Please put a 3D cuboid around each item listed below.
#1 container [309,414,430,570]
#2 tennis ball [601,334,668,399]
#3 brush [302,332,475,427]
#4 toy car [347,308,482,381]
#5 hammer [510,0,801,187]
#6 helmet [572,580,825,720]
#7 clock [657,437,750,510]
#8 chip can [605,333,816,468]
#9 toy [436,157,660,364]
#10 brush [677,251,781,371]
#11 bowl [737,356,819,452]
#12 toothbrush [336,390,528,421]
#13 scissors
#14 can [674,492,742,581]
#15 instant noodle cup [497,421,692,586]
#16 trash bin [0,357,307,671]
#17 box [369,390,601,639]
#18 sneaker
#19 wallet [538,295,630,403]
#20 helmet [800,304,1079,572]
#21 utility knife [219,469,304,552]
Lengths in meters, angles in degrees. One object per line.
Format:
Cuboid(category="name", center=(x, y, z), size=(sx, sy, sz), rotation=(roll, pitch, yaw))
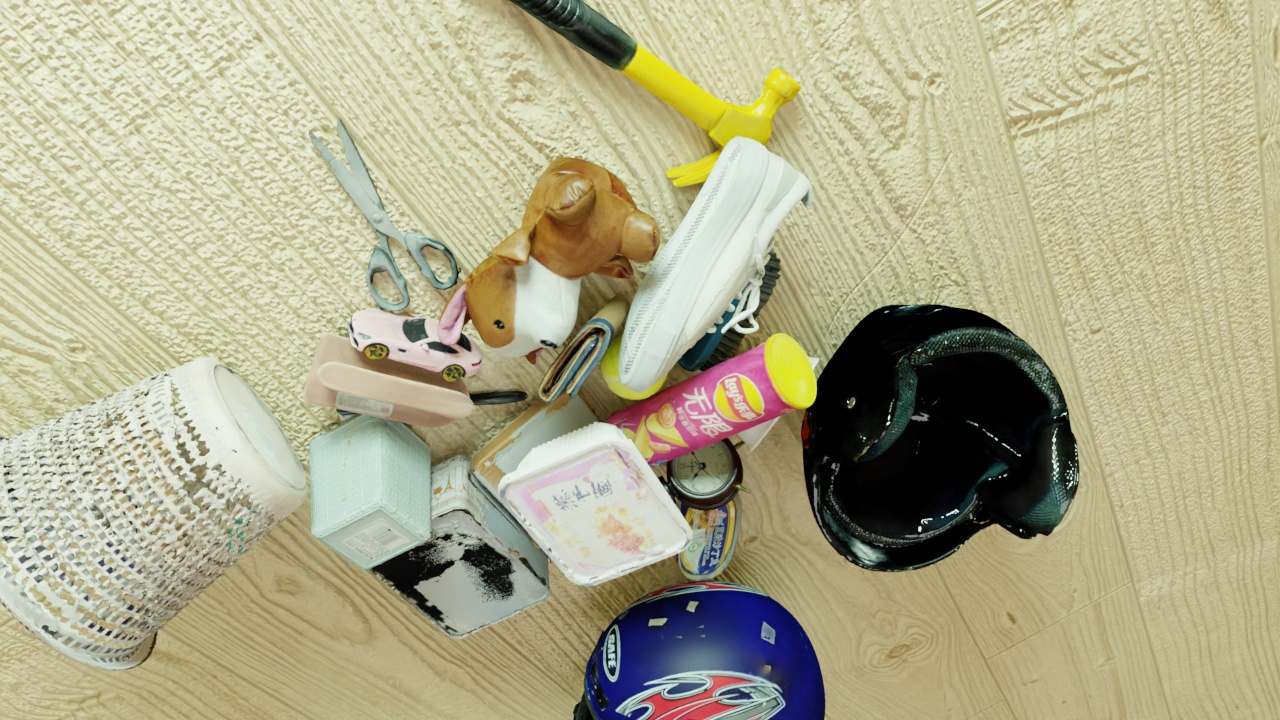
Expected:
Cuboid(category="container", center=(-0.252, 0.123, 0.858), size=(0.090, 0.111, 0.090), rotation=(-26, 135, 10))
Cuboid(category="tennis ball", center=(-0.005, 0.005, 0.887), size=(0.065, 0.065, 0.066), rotation=(-8, 126, -11))
Cuboid(category="brush", center=(-0.221, 0.024, 0.824), size=(0.145, 0.073, 0.063), rotation=(18, 89, -27))
Cuboid(category="toy car", center=(-0.198, -0.018, 0.817), size=(0.122, 0.056, 0.037), rotation=(17, 117, -29))
Cuboid(category="hammer", center=(-0.013, -0.242, 0.730), size=(0.300, 0.032, 0.129), rotation=(26, 112, -30))
Cuboid(category="helmet", center=(0.053, 0.384, 1.069), size=(0.315, 0.246, 0.241), rotation=(-13, 124, 5))
Cuboid(category="clock", center=(0.054, 0.115, 0.969), size=(0.122, 0.082, 0.055), rotation=(-2, 162, 6))
Cuboid(category="chip can", center=(0.061, 0.046, 0.878), size=(0.211, 0.071, 0.071), rotation=(-27, 133, 37))
Cuboid(category="toy", center=(-0.077, -0.071, 0.784), size=(0.140, 0.130, 0.200), rotation=(24, 124, -41))
Cuboid(category="brush", center=(0.071, -0.051, 0.876), size=(0.073, 0.055, 0.144), rotation=(16, 119, -27))
Cuboid(category="bowl", center=(0.121, 0.028, 0.932), size=(0.065, 0.118, 0.118), rotation=(36, 113, 6))
Cuboid(category="toothbrush", center=(-0.199, 0.043, 0.887), size=(0.181, 0.015, 0.018), rotation=(-5, 132, -12))
Cuboid(category="scissors", center=(-0.223, -0.113, 0.770), size=(0.168, 0.014, 0.156), rotation=(20, 115, -28))
Cuboid(category="can", center=(0.073, 0.184, 1.048), size=(0.074, 0.049, 0.148), rotation=(-4, 125, -15))
Cuboid(category="instant noodle cup", center=(-0.042, 0.133, 0.886), size=(0.138, 0.060, 0.173), rotation=(-23, 125, 12))
Cuboid(category="trash bin", center=(-0.401, 0.108, 0.765), size=(0.192, 0.227, 0.227), rotation=(-33, 128, -8))
Cuboid(category="box", center=(-0.132, 0.157, 0.947), size=(0.261, 0.105, 0.179), rotation=(-27, 127, 10))
Cuboid(category="sneaker", center=(0.065, -0.070, 0.804), size=(0.090, 0.089, 0.243), rotation=(23, 111, -20))
Cuboid(category="wallet", center=(-0.048, -0.012, 0.833), size=(0.033, 0.115, 0.090), rotation=(38, 108, -5))
Cuboid(category="helmet", center=(0.279, 0.072, 0.918), size=(0.233, 0.229, 0.275), rotation=(22, 115, -13))
Cuboid(category="utility knife", center=(-0.376, 0.145, 0.909), size=(0.029, 0.013, 0.151), rotation=(31, 113, -29))
